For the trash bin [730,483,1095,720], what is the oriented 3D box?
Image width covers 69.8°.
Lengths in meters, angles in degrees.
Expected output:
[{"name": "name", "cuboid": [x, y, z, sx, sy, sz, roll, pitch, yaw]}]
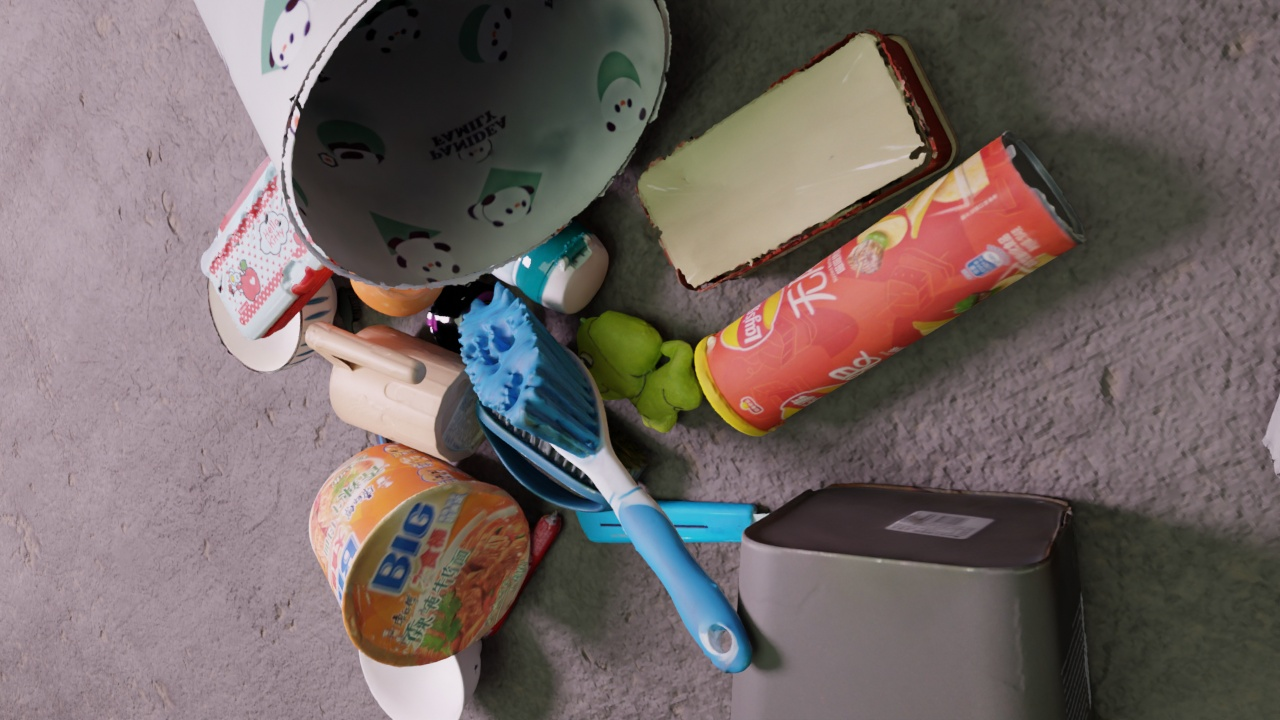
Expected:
[{"name": "trash bin", "cuboid": [0.151, 0.192, 0.499, 0.199, 0.198, 0.220, 1, 96, 30]}]

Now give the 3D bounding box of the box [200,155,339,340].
[{"name": "box", "cuboid": [-0.259, -0.092, 0.667, 0.202, 0.047, 0.087, -36, 91, 37]}]

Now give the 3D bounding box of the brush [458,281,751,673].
[{"name": "brush", "cuboid": [-0.033, 0.053, 0.548, 0.060, 0.109, 0.314, -46, 33, 6]}]

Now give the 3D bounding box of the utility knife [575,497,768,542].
[{"name": "utility knife", "cuboid": [0.034, 0.113, 0.646, 0.186, 0.018, 0.034, -5, 98, 31]}]

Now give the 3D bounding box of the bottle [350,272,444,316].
[{"name": "bottle", "cuboid": [-0.186, -0.062, 0.688, 0.150, 0.066, 0.067, -7, 100, 70]}]

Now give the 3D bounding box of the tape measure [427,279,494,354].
[{"name": "tape measure", "cuboid": [-0.130, -0.033, 0.687, 0.039, 0.057, 0.058, 16, 93, 26]}]

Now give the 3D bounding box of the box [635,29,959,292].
[{"name": "box", "cuboid": [0.082, -0.111, 0.526, 0.169, 0.077, 0.091, -27, 88, 33]}]

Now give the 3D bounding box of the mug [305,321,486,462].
[{"name": "mug", "cuboid": [-0.179, 0.017, 0.697, 0.104, 0.125, 0.084, 18, 71, 25]}]

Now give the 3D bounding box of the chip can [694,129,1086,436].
[{"name": "chip can", "cuboid": [0.132, -0.035, 0.518, 0.217, 0.073, 0.073, -35, 83, 31]}]

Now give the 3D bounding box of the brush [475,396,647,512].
[{"name": "brush", "cuboid": [-0.064, 0.065, 0.672, 0.144, 0.055, 0.074, 33, 115, 20]}]

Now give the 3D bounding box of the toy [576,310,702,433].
[{"name": "toy", "cuboid": [-0.004, 0.004, 0.633, 0.100, 0.031, 0.097, 53, 129, 8]}]

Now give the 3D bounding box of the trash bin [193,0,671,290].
[{"name": "trash bin", "cuboid": [-0.147, -0.209, 0.537, 0.252, 0.229, 0.230, 52, 123, 24]}]

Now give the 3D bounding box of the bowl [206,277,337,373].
[{"name": "bowl", "cuboid": [-0.305, -0.052, 0.785, 0.117, 0.066, 0.116, 8, 107, 29]}]

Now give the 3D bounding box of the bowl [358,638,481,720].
[{"name": "bowl", "cuboid": [-0.174, 0.249, 0.779, 0.118, 0.064, 0.118, 8, 105, 31]}]

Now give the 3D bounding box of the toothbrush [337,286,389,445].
[{"name": "toothbrush", "cuboid": [-0.232, 0.028, 0.794, 0.014, 0.016, 0.189, -8, 100, 24]}]

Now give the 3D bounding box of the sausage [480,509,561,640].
[{"name": "sausage", "cuboid": [-0.100, 0.175, 0.743, 0.020, 0.020, 0.156, 40, 119, 17]}]

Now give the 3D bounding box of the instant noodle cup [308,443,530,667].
[{"name": "instant noodle cup", "cuboid": [-0.176, 0.139, 0.703, 0.111, 0.151, 0.151, 29, 117, 45]}]

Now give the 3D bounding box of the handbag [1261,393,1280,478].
[{"name": "handbag", "cuboid": [0.363, -0.027, 0.361, 0.145, 0.098, 0.197, 21, 111, 28]}]

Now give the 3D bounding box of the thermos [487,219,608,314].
[{"name": "thermos", "cuboid": [-0.123, -0.112, 0.650, 0.224, 0.073, 0.073, 35, 118, 13]}]
